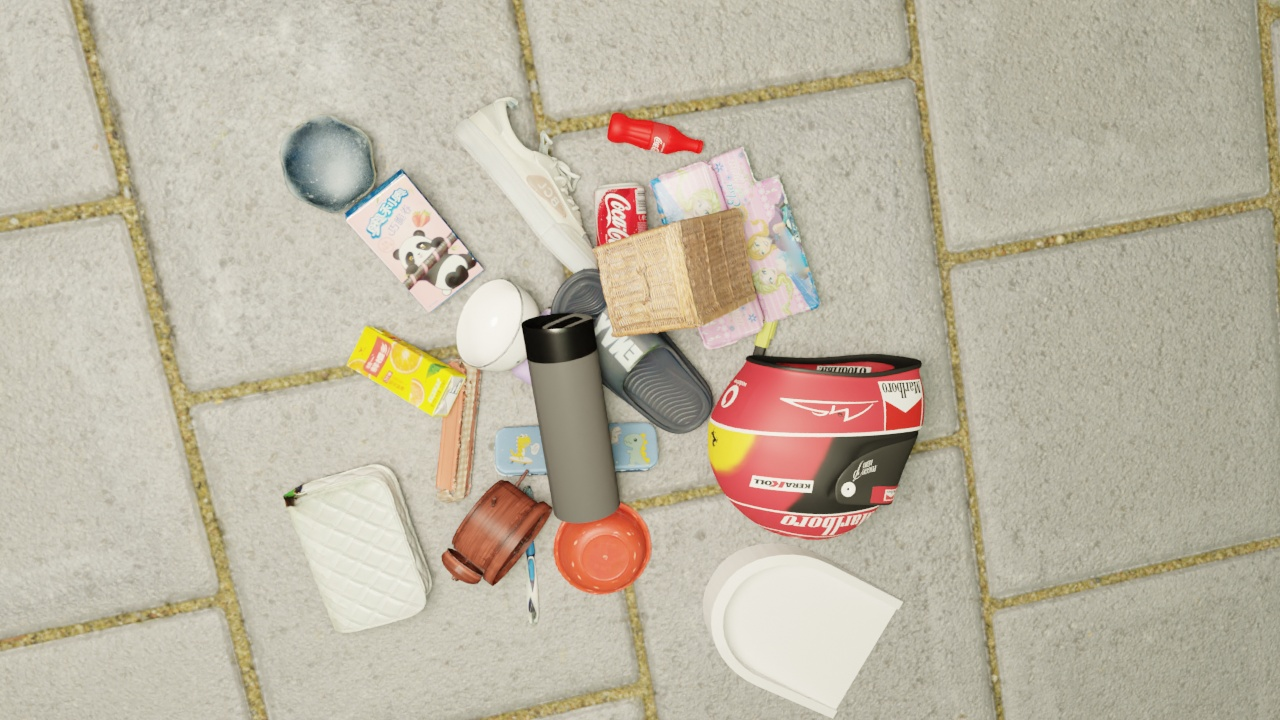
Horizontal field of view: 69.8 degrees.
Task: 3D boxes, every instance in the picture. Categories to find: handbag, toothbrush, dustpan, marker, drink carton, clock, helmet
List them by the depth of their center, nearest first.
[{"bbox_3d":[-0.283,0.012,1.110,0.134,0.043,0.058,28,94,15],"label":"drink carton"},{"bbox_3d":[-0.179,0.217,1.125,0.072,0.120,0.158,37,114,7],"label":"clock"},{"bbox_3d":[0.217,0.107,1.138,0.270,0.198,0.225,0,97,-17],"label":"helmet"},{"bbox_3d":[-0.346,0.232,1.140,0.139,0.072,0.195,-15,100,3],"label":"handbag"},{"bbox_3d":[-0.143,0.256,1.197,0.016,0.017,0.189,-3,97,-9],"label":"toothbrush"},{"bbox_3d":[0.156,-0.006,1.203,0.017,0.021,0.124,6,101,-53],"label":"marker"},{"bbox_3d":[0.210,0.358,1.240,0.257,0.053,0.191,30,92,-10],"label":"dustpan"}]

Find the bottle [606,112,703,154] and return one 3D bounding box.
[{"bbox_3d":[0.020,-0.278,1.141,0.119,0.036,0.036,11,95,-10],"label":"bottle"}]

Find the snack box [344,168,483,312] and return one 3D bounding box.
[{"bbox_3d":[-0.269,-0.141,1.096,0.088,0.033,0.154,-38,121,-2],"label":"snack box"}]

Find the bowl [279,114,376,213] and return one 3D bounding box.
[{"bbox_3d":[-0.364,-0.230,1.085,0.110,0.055,0.110,-1,97,-7],"label":"bowl"}]

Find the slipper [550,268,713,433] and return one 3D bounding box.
[{"bbox_3d":[-0.007,0.007,1.127,0.111,0.083,0.268,-41,114,9],"label":"slipper"}]

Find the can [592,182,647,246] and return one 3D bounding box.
[{"bbox_3d":[-0.023,-0.164,1.135,0.064,0.064,0.105,-6,98,-7],"label":"can"}]

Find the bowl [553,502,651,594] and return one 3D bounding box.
[{"bbox_3d":[-0.047,0.250,1.195,0.130,0.045,0.130,-1,97,-8],"label":"bowl"}]

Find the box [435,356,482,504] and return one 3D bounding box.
[{"bbox_3d":[-0.229,0.087,1.159,0.056,0.063,0.188,13,99,26],"label":"box"}]

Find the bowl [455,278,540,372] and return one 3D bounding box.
[{"bbox_3d":[-0.165,-0.037,1.119,0.063,0.113,0.113,26,94,-48],"label":"bowl"}]

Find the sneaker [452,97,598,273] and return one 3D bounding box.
[{"bbox_3d":[-0.114,-0.208,1.106,0.090,0.089,0.242,-39,100,-3],"label":"sneaker"}]

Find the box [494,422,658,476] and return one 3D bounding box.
[{"bbox_3d":[-0.081,0.114,1.168,0.210,0.059,0.068,-1,95,-8],"label":"box"}]

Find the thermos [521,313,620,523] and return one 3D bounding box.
[{"bbox_3d":[-0.080,0.065,1.082,0.082,0.082,0.240,-10,108,-7],"label":"thermos"}]

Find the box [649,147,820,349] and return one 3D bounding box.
[{"bbox_3d":[0.121,-0.144,1.157,0.159,0.035,0.230,-19,100,9],"label":"box"}]

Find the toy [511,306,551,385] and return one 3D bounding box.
[{"bbox_3d":[-0.114,-0.011,1.158,0.080,0.036,0.100,34,96,-21],"label":"toy"}]

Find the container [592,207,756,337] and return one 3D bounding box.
[{"bbox_3d":[0.043,-0.102,1.053,0.113,0.198,0.114,-8,99,28],"label":"container"}]
